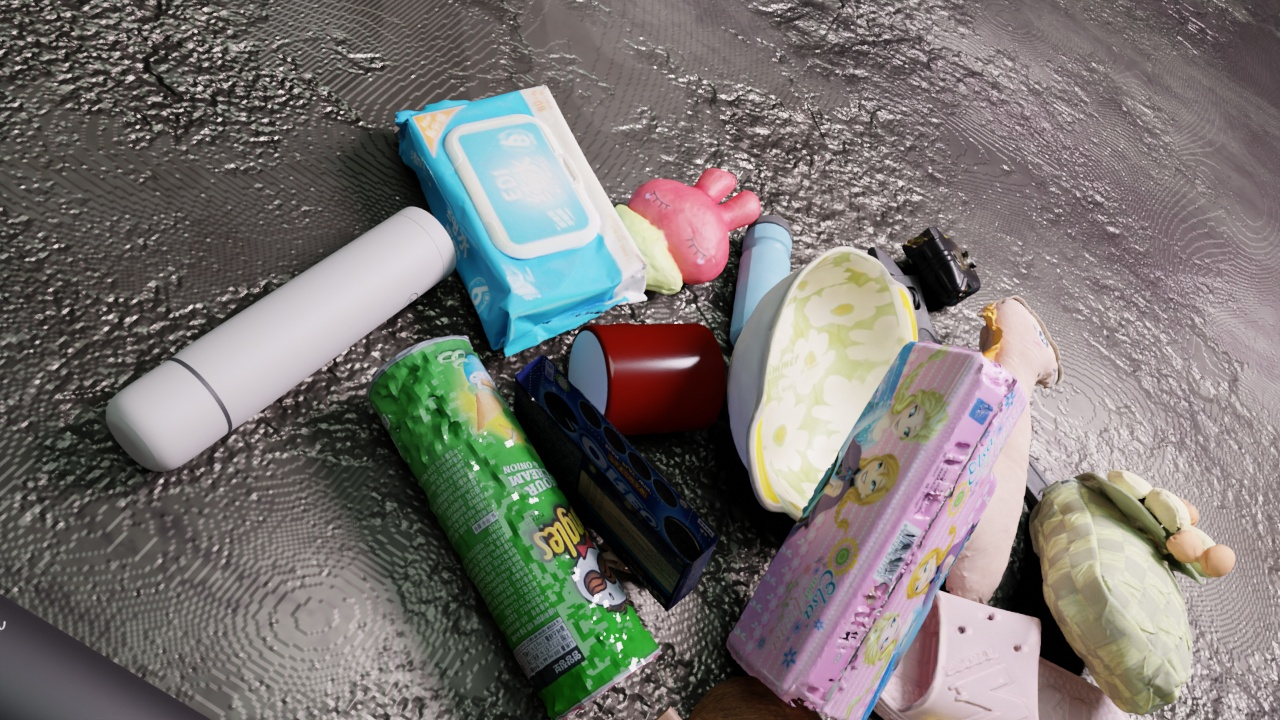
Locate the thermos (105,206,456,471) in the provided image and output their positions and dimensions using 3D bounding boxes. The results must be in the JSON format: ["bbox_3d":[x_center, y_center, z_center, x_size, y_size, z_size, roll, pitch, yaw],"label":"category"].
[{"bbox_3d":[-0.205,-0.018,0.547,0.052,0.052,0.223,42,53,4],"label":"thermos"}]

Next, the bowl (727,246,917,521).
[{"bbox_3d":[0.115,0.017,0.632,0.218,0.060,0.188,-37,121,-39],"label":"bowl"}]

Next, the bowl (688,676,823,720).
[{"bbox_3d":[0.080,0.238,0.535,0.114,0.026,0.101,40,53,2],"label":"bowl"}]

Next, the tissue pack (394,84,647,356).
[{"bbox_3d":[-0.087,-0.109,0.646,0.116,0.066,0.209,-20,68,-24],"label":"tissue pack"}]

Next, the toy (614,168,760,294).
[{"bbox_3d":[0.032,-0.101,0.703,0.135,0.045,0.091,-31,82,-21],"label":"toy"}]

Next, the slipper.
[{"bbox_3d":[0.239,0.214,0.600,0.239,0.065,0.094,27,53,-9],"label":"slipper"}]

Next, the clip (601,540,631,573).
[{"bbox_3d":[0.006,0.115,0.580,0.061,0.025,0.043,16,55,-9],"label":"clip"}]

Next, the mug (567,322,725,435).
[{"bbox_3d":[-0.004,0.004,0.622,0.082,0.073,0.105,-2,33,-25],"label":"mug"}]

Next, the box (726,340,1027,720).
[{"bbox_3d":[0.158,0.109,0.558,0.096,0.085,0.230,34,85,-20],"label":"box"}]

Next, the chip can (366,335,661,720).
[{"bbox_3d":[-0.077,0.091,0.527,0.075,0.076,0.223,-23,71,-33],"label":"chip can"}]

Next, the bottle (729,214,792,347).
[{"bbox_3d":[0.096,-0.065,0.720,0.040,0.040,0.129,20,54,-12],"label":"bottle"}]

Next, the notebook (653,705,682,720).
[{"bbox_3d":[0.032,0.294,0.436,0.141,0.008,0.209,-42,81,2],"label":"notebook"}]

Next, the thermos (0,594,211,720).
[{"bbox_3d":[-0.289,0.141,0.406,0.231,0.061,0.061,33,53,-3],"label":"thermos"}]

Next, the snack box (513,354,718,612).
[{"bbox_3d":[-0.020,0.073,0.541,0.027,0.082,0.150,-35,69,-25],"label":"snack box"}]

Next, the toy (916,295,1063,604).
[{"bbox_3d":[0.242,0.045,0.685,0.196,0.065,0.263,34,62,-24],"label":"toy"}]

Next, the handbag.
[{"bbox_3d":[0.347,0.149,0.638,0.113,0.117,0.186,48,27,-1],"label":"handbag"}]

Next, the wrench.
[{"bbox_3d":[0.259,0.015,0.761,0.073,0.018,0.273,-25,74,-33],"label":"wrench"}]

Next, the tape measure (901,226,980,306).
[{"bbox_3d":[0.268,-0.080,0.797,0.062,0.038,0.067,2,57,-53],"label":"tape measure"}]
